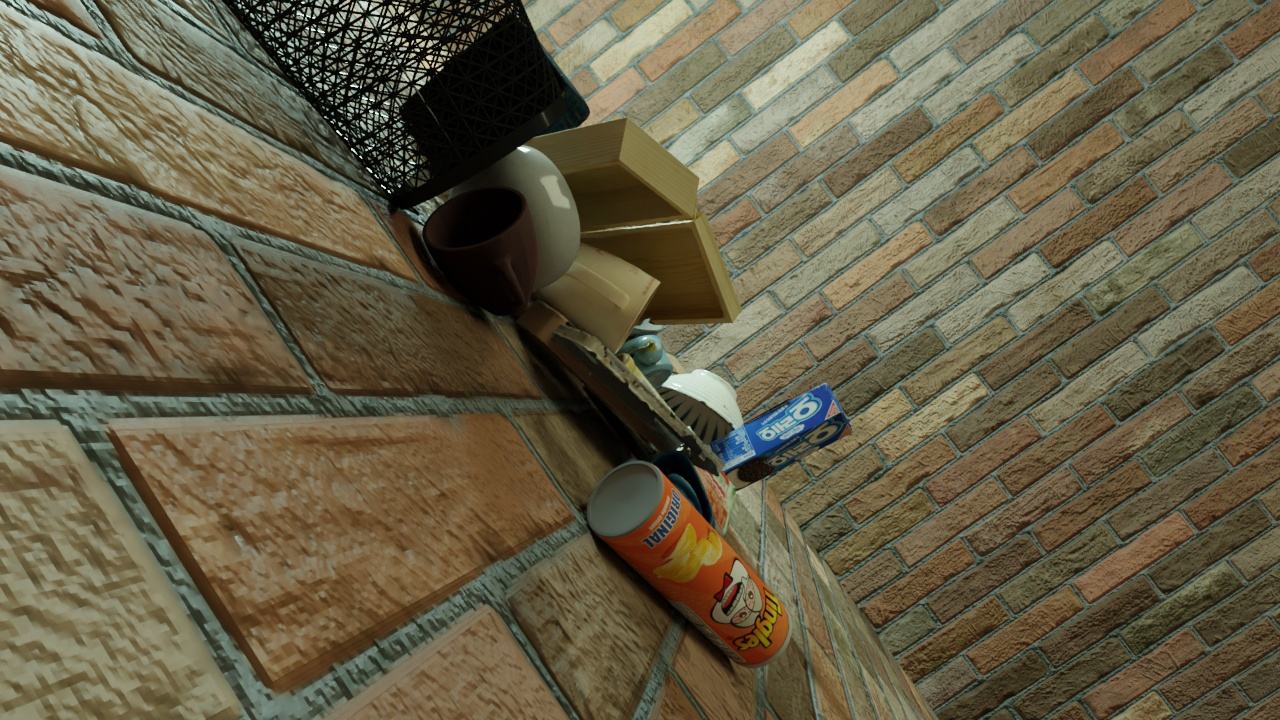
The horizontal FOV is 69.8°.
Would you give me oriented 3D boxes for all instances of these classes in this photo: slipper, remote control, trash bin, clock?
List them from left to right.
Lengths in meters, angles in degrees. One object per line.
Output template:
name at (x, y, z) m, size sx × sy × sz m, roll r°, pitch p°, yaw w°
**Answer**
trash bin at (-0.189, -0.265, 0.713) m, size 0.243 × 0.217 × 0.216 m, roll 59°, pitch 3°, yaw -21°
remote control at (-0.020, 0.074, 1.010) m, size 0.125 × 0.010 × 0.039 m, roll 54°, pitch 5°, yaw -7°
clock at (-0.007, 0.007, 1.168) m, size 0.051 × 0.089 × 0.124 m, roll 62°, pitch 5°, yaw 21°
slipper at (0.036, 0.132, 0.865) m, size 0.103 × 0.059 × 0.213 m, roll 58°, pitch 7°, yaw 17°

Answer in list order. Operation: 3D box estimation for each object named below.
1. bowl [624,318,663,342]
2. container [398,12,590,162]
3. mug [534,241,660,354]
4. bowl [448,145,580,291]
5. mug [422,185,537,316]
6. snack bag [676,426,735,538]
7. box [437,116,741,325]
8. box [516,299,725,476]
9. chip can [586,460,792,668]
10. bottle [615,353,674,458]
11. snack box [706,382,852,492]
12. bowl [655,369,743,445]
bowl at (-0.048, -0.052, 1.218) m, size 0.150 × 0.057 × 0.150 m, roll 22°, pitch 19°, yaw -8°
container at (-0.176, -0.298, 1.094) m, size 0.145 × 0.187 × 0.071 m, roll 55°, pitch 9°, yaw 20°
mug at (-0.046, -0.070, 0.891) m, size 0.104 × 0.085 × 0.111 m, roll 32°, pitch -4°, yaw 2°
bowl at (-0.124, -0.122, 0.824) m, size 0.064 × 0.132 × 0.132 m, roll -27°, pitch 78°, yaw -46°
mug at (-0.116, -0.075, 0.744) m, size 0.114 × 0.087 × 0.088 m, roll 51°, pitch -16°, yaw 46°
snack bag at (0.064, 0.139, 1.034) m, size 0.116 × 0.036 × 0.076 m, roll 53°, pitch 36°, yaw -31°
box at (-0.050, -0.133, 0.956) m, size 0.248 × 0.096 × 0.261 m, roll 1°, pitch -41°, yaw 37°
box at (-0.019, 0.033, 0.891) m, size 0.216 × 0.043 × 0.148 m, roll 46°, pitch -3°, yaw -33°
chip can at (0.043, 0.159, 0.693) m, size 0.210 × 0.062 × 0.062 m, roll 50°, pitch 6°, yaw -36°
bottle at (0.009, 0.068, 1.066) m, size 0.162 × 0.056 × 0.056 m, roll 52°, pitch 5°, yaw -19°
snack box at (0.164, 0.113, 1.215) m, size 0.059 × 0.226 × 0.059 m, roll 49°, pitch 15°, yaw -47°
bowl at (0.089, 0.062, 1.310) m, size 0.177 × 0.070 × 0.177 m, roll 29°, pitch -21°, yaw 12°
